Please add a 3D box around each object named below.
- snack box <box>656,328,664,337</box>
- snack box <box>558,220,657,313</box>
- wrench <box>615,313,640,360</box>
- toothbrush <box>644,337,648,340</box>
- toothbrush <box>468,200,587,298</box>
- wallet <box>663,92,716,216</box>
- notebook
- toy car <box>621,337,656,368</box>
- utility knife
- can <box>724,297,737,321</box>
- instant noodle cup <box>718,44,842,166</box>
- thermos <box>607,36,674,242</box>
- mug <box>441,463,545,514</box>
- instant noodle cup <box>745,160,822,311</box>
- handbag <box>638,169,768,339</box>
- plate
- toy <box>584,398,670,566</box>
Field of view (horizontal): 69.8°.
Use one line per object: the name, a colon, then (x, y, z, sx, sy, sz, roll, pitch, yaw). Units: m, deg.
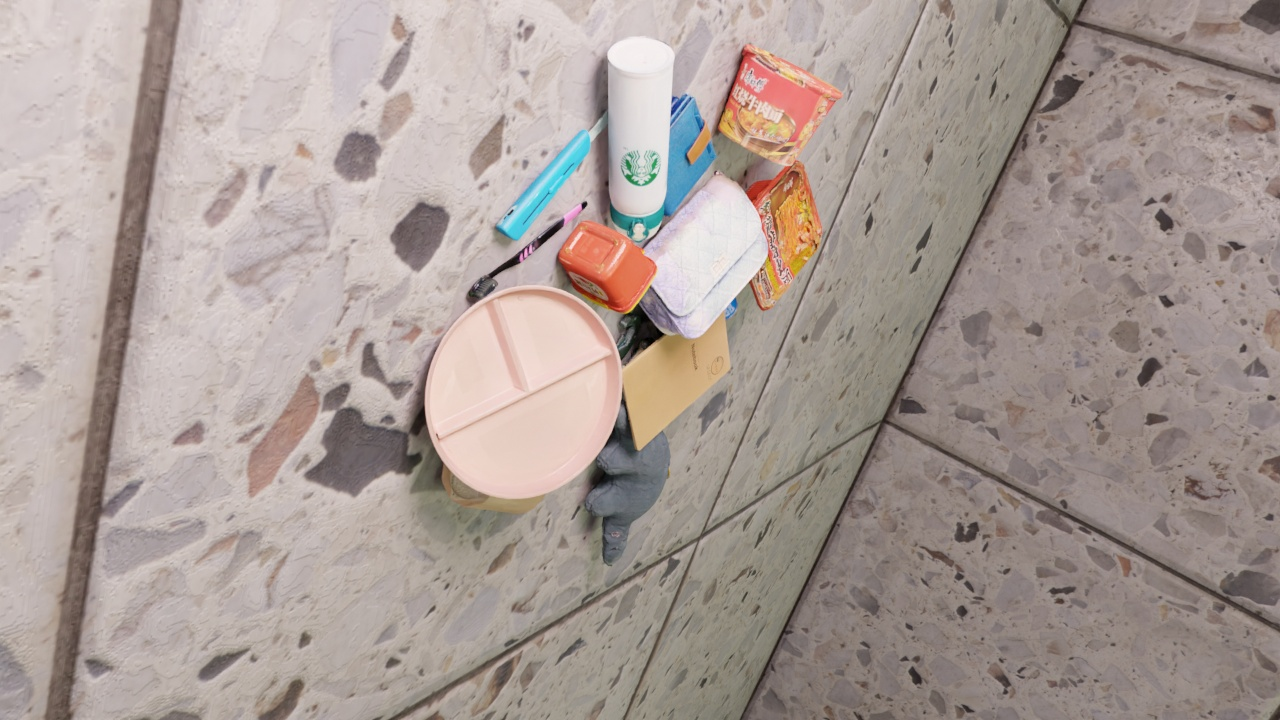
snack box: (0.060, -0.056, 1.315, 0.058, 0.057, 0.208, -54, 154, -20)
snack box: (-0.039, -0.110, 1.033, 0.082, 0.091, 0.080, -56, 148, -10)
wrench: (-0.082, 0.048, 1.203, 0.273, 0.016, 0.056, -53, 154, -16)
toothbrush: (-0.036, 0.049, 1.300, 0.189, 0.017, 0.014, -62, 167, -4)
toothbrush: (-0.112, -0.119, 0.968, 0.188, 0.018, 0.014, -45, 144, -33)
wallet: (0.042, -0.246, 1.104, 0.106, 0.040, 0.133, -53, 155, -7)
notebook: (0.053, 0.013, 1.268, 0.207, 0.008, 0.148, -39, 137, -30)
toy car: (-0.007, 0.007, 1.263, 0.090, 0.035, 0.042, -46, 177, -24)
utility knife: (-0.080, -0.199, 0.944, 0.198, 0.018, 0.034, -54, 154, -18)
can: (0.096, -0.114, 1.294, 0.053, 0.053, 0.135, -51, 142, -19)
instant noodle cup: (0.171, -0.319, 1.164, 0.137, 0.138, 0.109, -16, 138, -57)
thermos: (-0.002, -0.225, 0.980, 0.073, 0.073, 0.225, -44, 153, -32)
mug: (-0.163, 0.112, 1.057, 0.103, 0.084, 0.124, 25, 69, -64)
instant noodle cup: (0.190, -0.189, 1.356, 0.188, 0.079, 0.165, -49, 135, -27)
handbag: (0.078, -0.130, 1.175, 0.193, 0.076, 0.134, -50, 121, -21)
plate: (-0.123, 0.034, 0.976, 0.229, 0.028, 0.229, -6, 102, -33)
toy: (-0.016, 0.166, 1.365, 0.137, 0.091, 0.357, -36, 145, -39)
